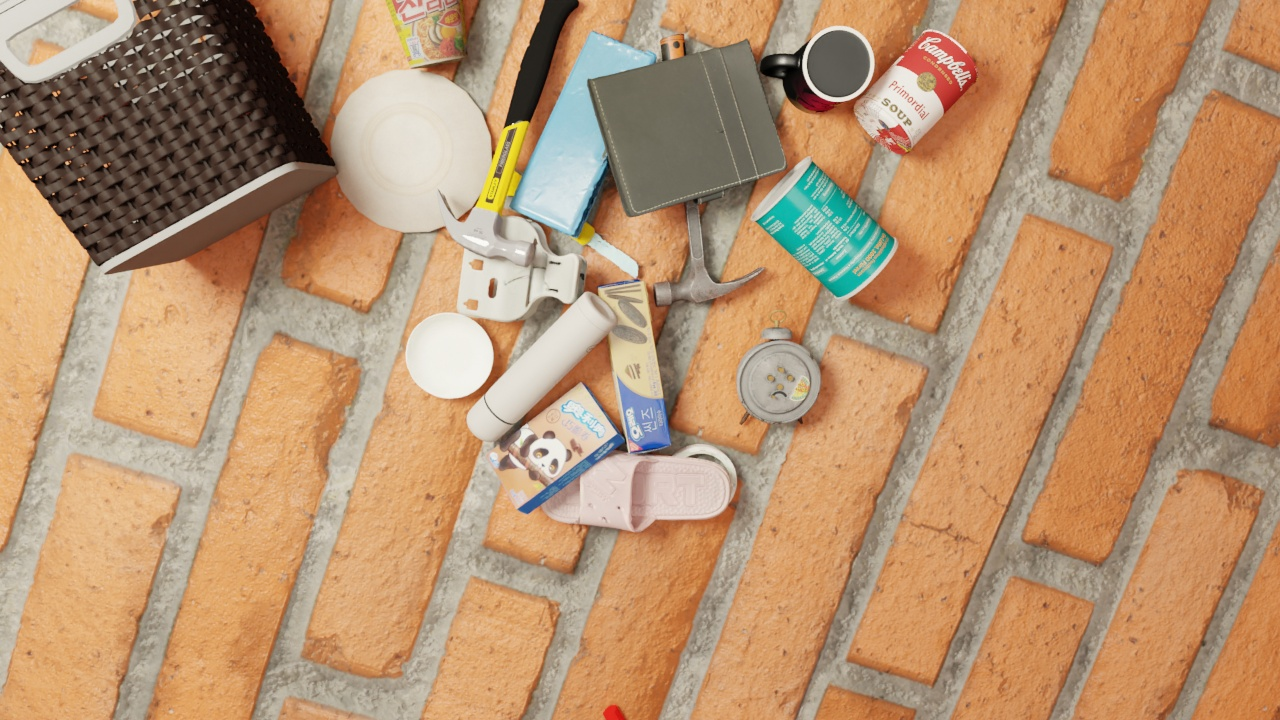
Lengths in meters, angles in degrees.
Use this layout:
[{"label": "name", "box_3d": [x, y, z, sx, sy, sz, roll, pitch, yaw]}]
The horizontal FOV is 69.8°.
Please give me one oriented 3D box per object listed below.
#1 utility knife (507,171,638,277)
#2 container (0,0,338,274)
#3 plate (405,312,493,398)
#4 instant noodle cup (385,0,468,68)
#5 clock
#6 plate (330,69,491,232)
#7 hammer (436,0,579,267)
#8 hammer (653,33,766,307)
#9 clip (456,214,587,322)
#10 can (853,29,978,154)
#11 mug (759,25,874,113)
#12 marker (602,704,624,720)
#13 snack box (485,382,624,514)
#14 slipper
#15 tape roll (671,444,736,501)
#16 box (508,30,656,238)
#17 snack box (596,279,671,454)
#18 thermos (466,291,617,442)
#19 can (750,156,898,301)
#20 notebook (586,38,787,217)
[{"label": "utility knife", "box_3d": [-0.091, -0.167, 1.106, 0.217, 0.019, 0.030, 36, 100, -3]}, {"label": "container", "box_3d": [-0.493, -0.255, 0.955, 0.247, 0.245, 0.243, -29, 102, 0]}, {"label": "plate", "box_3d": [-0.230, -0.007, 1.113, 0.104, 0.026, 0.104, 0, 98, -4]}, {"label": "instant noodle cup", "box_3d": [-0.238, -0.391, 1.031, 0.100, 0.100, 0.112, -12, 105, -3]}, {"label": "clock", "box_3d": [0.167, 0.011, 1.129, 0.104, 0.056, 0.148, 0, 100, -4]}, {"label": "plate", "box_3d": [-0.270, -0.245, 1.073, 0.189, 0.027, 0.189, 0, 97, -1]}, {"label": "hammer", "box_3d": [-0.140, -0.273, 1.051, 0.127, 0.029, 0.323, 16, 83, 9]}, {"label": "hammer", "box_3d": [0.069, -0.228, 1.101, 0.137, 0.035, 0.314, -7, 98, -4]}, {"label": "clip", "box_3d": [-0.135, -0.106, 1.092, 0.152, 0.099, 0.126, 7, 98, -4]}, {"label": "can", "box_3d": [0.323, -0.314, 1.081, 0.086, 0.086, 0.116, 43, 92, -8]}, {"label": "mug", "box_3d": [0.198, -0.336, 1.063, 0.118, 0.098, 0.082, 6, 97, -5]}, {"label": "marker", "box_3d": [-0.006, 0.517, 1.201, 0.021, 0.023, 0.145, -29, 99, -8]}, {"label": "snack box", "box_3d": [-0.104, 0.106, 1.111, 0.151, 0.034, 0.087, -37, 61, 2]}, {"label": "slipper", "box_3d": [-0.009, 0.160, 1.121, 0.239, 0.064, 0.094, -1, 97, 5]}, {"label": "tape roll", "box_3d": [0.074, 0.153, 1.160, 0.094, 0.018, 0.094, -1, 97, -4]}, {"label": "box", "box_3d": [-0.065, -0.263, 1.081, 0.093, 0.054, 0.231, 24, 91, 11]}, {"label": "snack box", "box_3d": [-0.007, 0.007, 1.115, 0.057, 0.056, 0.207, -11, 98, -3]}, {"label": "thermos", "box_3d": [-0.121, 0.012, 1.084, 0.052, 0.052, 0.224, 44, 109, -8]}, {"label": "can", "box_3d": [0.217, -0.155, 1.088, 0.144, 0.099, 0.099, 41, 93, -8]}, {"label": "notebook", "box_3d": [0.058, -0.266, 1.058, 0.208, 0.029, 0.169, -19, 98, -15]}]
